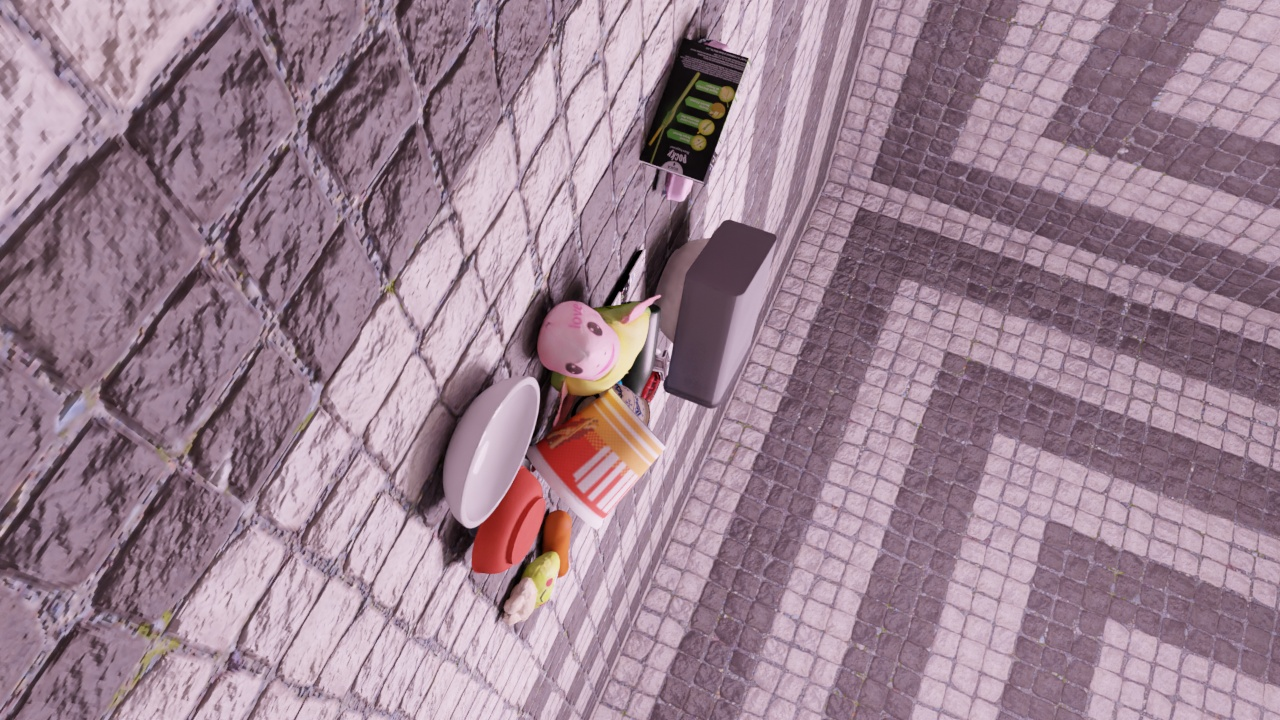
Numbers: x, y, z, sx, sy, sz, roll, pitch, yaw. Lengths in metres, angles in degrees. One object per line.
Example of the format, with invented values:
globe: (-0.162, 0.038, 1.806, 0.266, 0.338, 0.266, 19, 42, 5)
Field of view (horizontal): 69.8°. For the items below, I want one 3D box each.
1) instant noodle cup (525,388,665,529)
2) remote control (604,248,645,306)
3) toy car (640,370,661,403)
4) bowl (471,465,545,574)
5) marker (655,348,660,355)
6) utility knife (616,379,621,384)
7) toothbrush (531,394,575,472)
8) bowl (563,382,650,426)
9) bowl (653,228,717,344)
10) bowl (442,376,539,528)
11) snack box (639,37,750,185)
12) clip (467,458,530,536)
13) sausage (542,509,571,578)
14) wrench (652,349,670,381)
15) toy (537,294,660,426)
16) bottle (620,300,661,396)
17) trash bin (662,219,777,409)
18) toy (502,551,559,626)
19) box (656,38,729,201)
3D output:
instant noodle cup: (-0.046, 0.107, 1.062, 0.121, 0.123, 0.123, -43, 167, -1)
remote control: (-0.023, -0.095, 1.193, 0.028, 0.012, 0.124, 94, 21, -57)
toy car: (0.006, 0.054, 1.559, 0.091, 0.036, 0.042, -61, 169, -9)
bowl: (-0.133, 0.175, 0.973, 0.122, 0.035, 0.122, 22, 89, -78)
marker: (-0.003, 0.030, 1.513, 0.133, 0.020, 0.017, -59, 180, -33)
utility knife: (-0.041, 0.060, 1.338, 0.158, 0.015, 0.031, -71, -177, -57)
toothbrush: (-0.093, 0.060, 1.147, 0.016, 0.015, 0.184, 92, 23, -68)
bowl: (-0.051, 0.076, 1.164, 0.059, 0.116, 0.115, 44, 60, -32)
bowl: (0.068, -0.117, 1.465, 0.188, 0.060, 0.220, -41, 150, -66)
bowl: (-0.146, 0.078, 0.851, 0.149, 0.043, 0.149, 22, 89, -79)
snack box: (0.064, -0.288, 1.066, 0.025, 0.080, 0.147, -8, 119, -77)
clip: (-0.163, 0.187, 1.019, 0.172, 0.029, 0.142, 91, 24, -56)
sausage: (-0.122, 0.271, 1.336, 0.165, 0.039, 0.044, 98, 11, -50)
wrench: (0.014, 0.001, 1.443, 0.273, 0.010, 0.070, 16, 77, -76)
toy: (-0.049, -0.013, 1.030, 0.190, 0.087, 0.238, -48, 167, 13)
bottle: (-0.007, 0.007, 1.271, 0.055, 0.055, 0.174, -43, 142, -65)
trash bin: (0.122, -0.071, 1.407, 0.191, 0.098, 0.220, -56, 161, -46)
toy: (-0.152, 0.320, 1.275, 0.115, 0.046, 0.092, -42, 155, -50)
box: (0.064, -0.305, 1.165, 0.086, 0.044, 0.203, -59, 166, -63)
